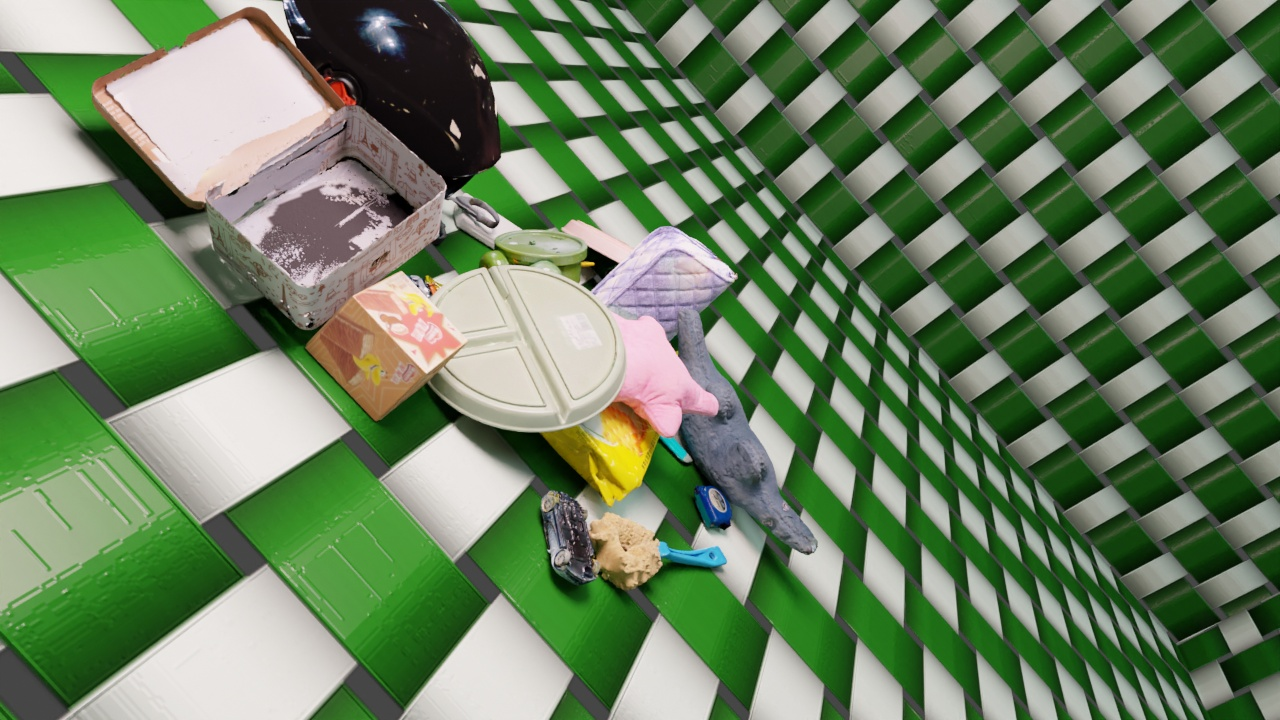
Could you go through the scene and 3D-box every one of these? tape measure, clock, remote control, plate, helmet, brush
[{"bbox_3d":[0.092,0.189,1.174,0.054,0.025,0.058,19,42,-52],"label":"tape measure"},{"bbox_3d":[-0.133,-0.118,1.142,0.116,0.056,0.160,13,24,20],"label":"clock"},{"bbox_3d":[-0.184,-0.165,1.224,0.150,0.021,0.058,31,35,-34],"label":"remote control"},{"bbox_3d":[-0.012,-0.155,1.385,0.229,0.028,0.229,28,8,-4],"label":"plate"},{"bbox_3d":[-0.277,-0.291,0.997,0.233,0.230,0.275,-93,175,-54],"label":"helmet"},{"bbox_3d":[0.027,0.214,1.015,0.254,0.046,0.083,21,32,-54],"label":"brush"},{"bbox_3d":[-0.123,-0.022,0.968,0.230,0.028,0.229,9,47,-10],"label":"plate"}]

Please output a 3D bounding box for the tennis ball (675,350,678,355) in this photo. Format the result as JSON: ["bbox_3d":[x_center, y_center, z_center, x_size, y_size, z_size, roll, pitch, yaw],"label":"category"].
[{"bbox_3d":[0.064,0.017,1.330,0.065,0.066,0.065,39,26,-23],"label":"tennis ball"}]

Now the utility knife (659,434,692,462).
[{"bbox_3d":[0.003,0.068,1.212,0.193,0.013,0.029,48,22,-7],"label":"utility knife"}]

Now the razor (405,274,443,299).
[{"bbox_3d":[-0.209,-0.075,1.048,0.142,0.022,0.042,8,48,-57],"label":"razor"}]

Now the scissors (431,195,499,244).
[{"bbox_3d":[-0.259,-0.208,1.146,0.177,0.014,0.159,30,39,-13],"label":"scissors"}]

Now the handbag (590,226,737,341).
[{"bbox_3d":[0.019,-0.087,1.247,0.134,0.194,0.075,32,28,-35],"label":"handbag"}]

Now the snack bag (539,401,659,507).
[{"bbox_3d":[-0.051,0.057,1.068,0.158,0.068,0.245,46,24,-9],"label":"snack bag"}]

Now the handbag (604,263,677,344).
[{"bbox_3d":[0.011,-0.086,1.404,0.131,0.068,0.120,17,28,-47],"label":"handbag"}]

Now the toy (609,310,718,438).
[{"bbox_3d":[-0.006,0.006,1.050,0.178,0.075,0.194,-15,64,-53],"label":"toy"}]

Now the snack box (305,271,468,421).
[{"bbox_3d":[-0.232,-0.015,0.848,0.094,0.077,0.092,47,23,-5],"label":"snack box"}]

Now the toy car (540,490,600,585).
[{"bbox_3d":[-0.072,0.175,0.899,0.049,0.031,0.105,28,30,-38],"label":"toy car"}]

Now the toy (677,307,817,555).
[{"bbox_3d":[0.119,0.105,1.219,0.091,0.138,0.356,-21,76,-28],"label":"toy"}]

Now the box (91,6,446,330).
[{"bbox_3d":[-0.325,-0.177,0.824,0.262,0.088,0.177,41,57,4],"label":"box"}]
